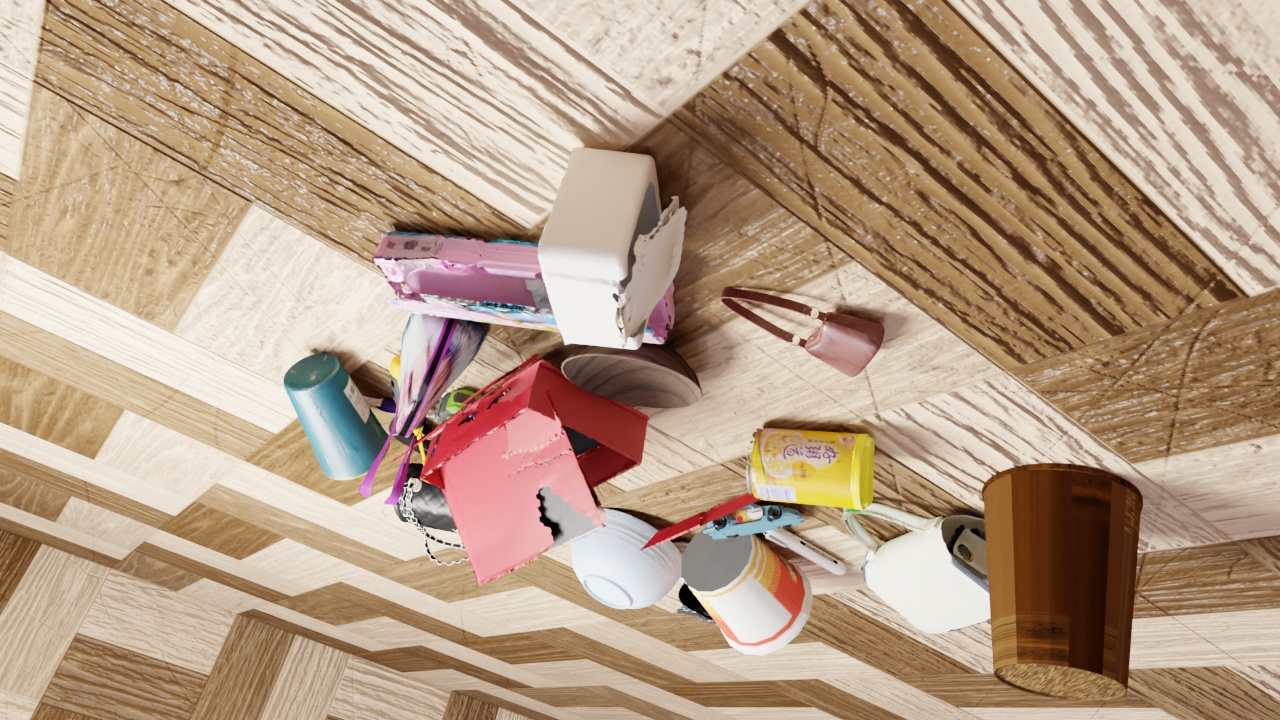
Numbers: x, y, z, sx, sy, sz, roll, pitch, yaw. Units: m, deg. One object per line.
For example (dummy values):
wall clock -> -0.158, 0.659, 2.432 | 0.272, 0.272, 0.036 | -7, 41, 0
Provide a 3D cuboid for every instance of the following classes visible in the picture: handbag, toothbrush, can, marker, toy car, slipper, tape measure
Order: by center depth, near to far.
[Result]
handbag -> 0.115, -0.027, 0.679 | 0.119, 0.029, 0.055 | 22, 148, -1
handbag -> -0.197, 0.043, 0.794 | 0.068, 0.169, 0.145 | 23, 150, -13
can -> 0.154, 0.096, 0.824 | 0.105, 0.067, 0.068 | 2, 148, 23
tape measure -> -0.174, 0.058, 0.944 | 0.065, 0.035, 0.059 | 27, 148, -18
handbag -> 0.288, 0.193, 0.945 | 0.176, 0.073, 0.152 | 37, 148, 0
toothbrush -> -0.237, 0.061, 0.965 | 0.031, 0.031, 0.197 | -7, 141, -8
toothbrush -> -0.275, 0.049, 0.998 | 0.187, 0.015, 0.016 | 12, 150, 7
toy car -> 0.123, 0.170, 1.002 | 0.108, 0.027, 0.060 | -14, 154, 18
can -> -0.245, 0.090, 1.036 | 0.032, 0.031, 0.080 | -9, 142, 36
marker -> 0.192, 0.222, 1.067 | 0.133, 0.020, 0.017 | 32, 145, -27
handbag -> -0.217, 0.183, 1.086 | 0.154, 0.114, 0.125 | 10, 162, 16
slipper -> 0.096, 0.319, 1.240 | 0.111, 0.063, 0.264 | -7, 141, 34

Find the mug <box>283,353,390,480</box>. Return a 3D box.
mug -> -0.318, 0.056, 0.955 | 0.078, 0.078, 0.121 | 4, 132, 20

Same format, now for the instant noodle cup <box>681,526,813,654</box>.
instant noodle cup -> 0.119, 0.260, 1.079 | 0.124, 0.123, 0.121 | -10, 134, 37

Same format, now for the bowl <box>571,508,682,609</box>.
bowl -> -0.027, 0.260, 1.146 | 0.151, 0.074, 0.151 | 20, 143, 16

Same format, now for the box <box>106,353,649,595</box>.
box -> -0.205, 0.092, 0.788 | 0.424, 0.128, 0.213 | -3, 159, -44

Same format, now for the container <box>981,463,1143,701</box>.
container -> 0.361, 0.194, 0.792 | 0.132, 0.167, 0.132 | 12, 150, 7

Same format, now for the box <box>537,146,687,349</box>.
box -> 0.000, -0.066, 0.587 | 0.102, 0.102, 0.108 | 6, 148, 13

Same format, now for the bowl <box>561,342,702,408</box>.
bowl -> -0.004, 0.005, 0.767 | 0.119, 0.032, 0.119 | 11, 160, 4

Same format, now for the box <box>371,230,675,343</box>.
box -> -0.091, -0.045, 0.703 | 0.230, 0.063, 0.085 | 7, 150, 14
